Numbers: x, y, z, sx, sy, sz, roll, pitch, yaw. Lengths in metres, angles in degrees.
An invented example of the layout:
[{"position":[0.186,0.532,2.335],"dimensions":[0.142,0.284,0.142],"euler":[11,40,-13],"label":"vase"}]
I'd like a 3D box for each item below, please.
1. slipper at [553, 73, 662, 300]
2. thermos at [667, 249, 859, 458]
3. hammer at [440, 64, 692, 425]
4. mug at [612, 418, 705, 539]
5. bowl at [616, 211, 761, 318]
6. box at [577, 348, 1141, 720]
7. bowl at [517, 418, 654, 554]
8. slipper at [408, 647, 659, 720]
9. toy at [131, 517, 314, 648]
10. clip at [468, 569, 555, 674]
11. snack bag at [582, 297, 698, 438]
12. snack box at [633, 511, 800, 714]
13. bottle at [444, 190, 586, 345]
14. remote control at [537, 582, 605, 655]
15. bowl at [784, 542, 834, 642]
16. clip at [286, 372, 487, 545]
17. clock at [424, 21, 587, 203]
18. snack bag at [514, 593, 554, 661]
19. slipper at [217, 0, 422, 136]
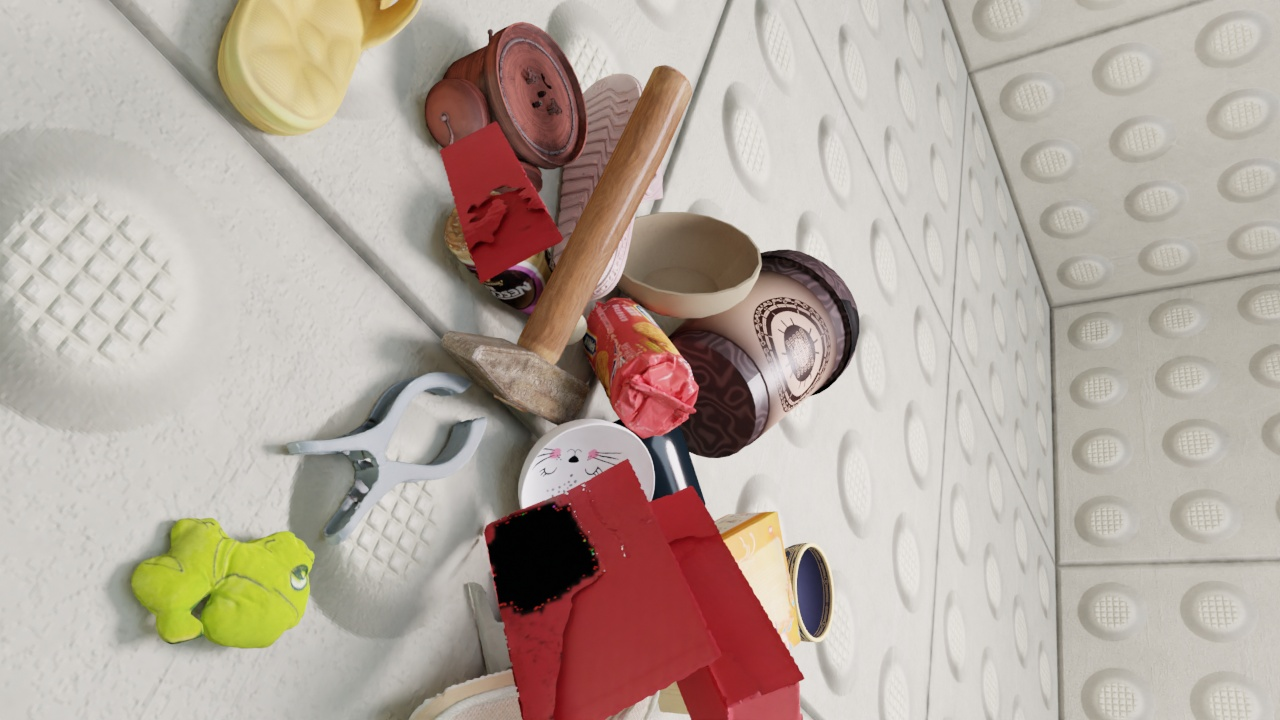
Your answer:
[{"position":[-0.024,-0.160,0.859],"dimensions":[0.064,0.094,0.239],"euler":[30,60,-46],"label":"slipper"},{"position":[0.116,-0.006,0.976],"dimensions":[0.225,0.173,0.173],"euler":[-37,112,-48],"label":"thermos"},{"position":[-0.039,-0.101,0.729],"dimensions":[0.300,0.037,0.158],"euler":[-63,150,-5],"label":"hammer"},{"position":[-0.009,0.108,0.833],"dimensions":[0.121,0.085,0.094],"euler":[-24,102,-27],"label":"mug"},{"position":[0.041,-0.088,0.913],"dimensions":[0.151,0.152,0.051],"euler":[-57,158,-47],"label":"bowl"},{"position":[0.148,0.164,0.697],"dimensions":[0.217,0.351,0.198],"euler":[-122,-162,-57],"label":"box"},{"position":[-0.050,0.097,0.760],"dimensions":[0.114,0.050,0.115],"euler":[-7,109,-20],"label":"bowl"},{"position":[-0.068,0.278,0.679],"dimensions":[0.262,0.052,0.115],"euler":[17,102,-51],"label":"slipper"},{"position":[-0.230,0.126,0.519],"dimensions":[0.093,0.036,0.094],"euler":[55,38,-21],"label":"toy"},{"position":[-0.097,0.212,0.691],"dimensions":[0.056,0.056,0.102],"euler":[-12,92,-25],"label":"clip"},{"position":[-0.005,0.005,0.812],"dimensions":[0.082,0.082,0.176],"euler":[61,-2,-26],"label":"snack bag"},{"position":[0.075,0.245,0.913],"dimensions":[0.194,0.081,0.145],"euler":[-10,90,-57],"label":"snack box"},{"position":[-0.095,-0.068,0.760],"dimensions":[0.166,0.060,0.059],"euler":[51,42,-50],"label":"bottle"},{"position":[-0.052,0.243,0.781],"dimensions":[0.131,0.012,0.033],"euler":[60,40,-28],"label":"remote control"},{"position":[0.178,0.273,1.083],"dimensions":[0.112,0.061,0.112],"euler":[21,64,-53],"label":"bowl"},{"position":[-0.174,0.042,0.635],"dimensions":[0.162,0.028,0.112],"euler":[-39,113,-55],"label":"clip"},{"position":[-0.111,-0.199,0.755],"dimensions":[0.120,0.072,0.157],"euler":[52,41,-37],"label":"clock"},{"position":[-0.083,0.235,0.725],"dimensions":[0.026,0.020,0.099],"euler":[-13,93,-31],"label":"snack bag"},{"position":[-0.202,-0.267,0.629],"dimensions":[0.099,0.079,0.262],"euler":[42,49,-42],"label":"slipper"}]
